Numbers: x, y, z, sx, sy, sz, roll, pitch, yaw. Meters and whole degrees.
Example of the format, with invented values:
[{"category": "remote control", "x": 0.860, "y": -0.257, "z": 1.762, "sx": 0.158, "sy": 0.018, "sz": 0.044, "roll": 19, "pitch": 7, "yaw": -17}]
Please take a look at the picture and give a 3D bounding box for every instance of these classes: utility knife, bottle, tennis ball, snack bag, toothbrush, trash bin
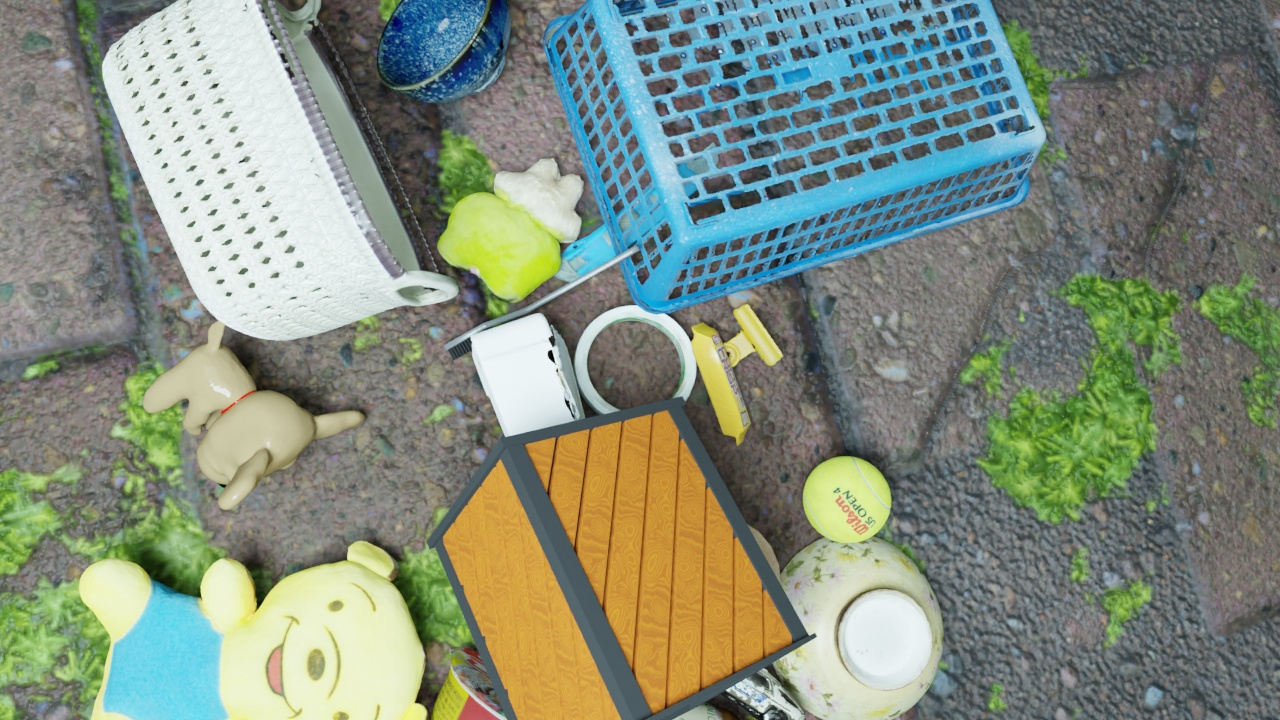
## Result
[{"category": "utility knife", "x": -0.001, "y": -0.118, "z": 0.733, "sx": 0.174, "sy": 0.015, "sz": 0.031, "roll": -41, "pitch": 92, "yaw": -13}, {"category": "bottle", "x": 0.036, "y": 0.277, "z": 0.652, "sx": 0.157, "sy": 0.068, "sz": 0.067, "roll": 18, "pitch": 79, "yaw": -6}, {"category": "tennis ball", "x": 0.156, "y": 0.106, "z": 0.697, "sx": 0.065, "sy": 0.065, "sz": 0.065, "roll": 1, "pitch": 81, "yaw": -9}, {"category": "snack bag", "x": 0.063, "y": 0.018, "z": 0.711, "sx": 0.020, "sy": 0.026, "sz": 0.099, "roll": -19, "pitch": 91, "yaw": 24}, {"category": "toothbrush", "x": -0.074, "y": -0.045, "z": 0.685, "sx": 0.167, "sy": 0.012, "sz": 0.013, "roll": -28, "pitch": 94, "yaw": 9}, {"category": "trash bin", "x": -0.019, "y": 0.143, "z": 0.579, "sx": 0.139, "sy": 0.140, "sz": 0.171, "roll": -11, "pitch": 63, "yaw": -39}]

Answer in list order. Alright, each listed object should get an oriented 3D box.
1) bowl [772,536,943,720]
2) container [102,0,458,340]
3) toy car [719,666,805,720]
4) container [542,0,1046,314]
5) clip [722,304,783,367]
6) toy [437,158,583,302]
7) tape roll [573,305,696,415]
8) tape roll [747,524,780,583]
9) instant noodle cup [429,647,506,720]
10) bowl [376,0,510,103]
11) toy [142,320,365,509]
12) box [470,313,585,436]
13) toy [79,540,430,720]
[{"category": "bowl", "x": 0.172, "y": 0.204, "z": 0.686, "sx": 0.145, "sy": 0.063, "sz": 0.145, "roll": 1, "pitch": 82, "yaw": -9}, {"category": "container", "x": -0.239, "y": -0.132, "z": 0.619, "sx": 0.143, "sy": 0.185, "sz": 0.251, "roll": -25, "pitch": 87, "yaw": -3}, {"category": "toy car", "x": 0.071, "y": 0.232, "z": 0.674, "sx": 0.113, "sy": 0.048, "sz": 0.040, "roll": 32, "pitch": 79, "yaw": -3}, {"category": "container", "x": 0.132, "y": -0.209, "z": 0.719, "sx": 0.361, "sy": 0.089, "sz": 0.257, "roll": -18, "pitch": 83, "yaw": -13}, {"category": "clip", "x": 0.084, "y": -0.014, "z": 0.724, "sx": 0.046, "sy": 0.048, "sz": 0.054, "roll": -33, "pitch": 89, "yaw": -37}, {"category": "toy", "x": -0.092, "y": -0.105, "z": 0.703, "sx": 0.092, "sy": 0.043, "sz": 0.117, "roll": 35, "pitch": 74, "yaw": 2}, {"category": "tape roll", "x": -0.004, "y": 0.004, "z": 0.712, "sx": 0.093, "sy": 0.018, "sz": 0.093, "roll": 1, "pitch": 82, "yaw": -9}, {"category": "tape roll", "x": 0.057, "y": 0.165, "z": 0.692, "sx": 0.094, "sy": 0.027, "sz": 0.094, "roll": 1, "pitch": 82, "yaw": -8}, {"category": "instant noodle cup", "x": -0.112, "y": 0.273, "z": 0.621, "sx": 0.100, "sy": 0.100, "sz": 0.112, "roll": 30, "pitch": 86, "yaw": -3}, {"category": "bowl", "x": -0.138, "y": -0.240, "z": 0.699, "sx": 0.115, "sy": 0.060, "sz": 0.114, "roll": -15, "pitch": 63, "yaw": 30}, {"category": "toy", "x": -0.276, "y": 0.039, "z": 0.631, "sx": 0.108, "sy": 0.133, "sz": 0.106, "roll": 47, "pitch": 120, "yaw": 0}, {"category": "box", "x": -0.061, "y": 0.019, "z": 0.659, "sx": 0.095, "sy": 0.102, "sz": 0.107, "roll": -23, "pitch": 85, "yaw": -13}, {"category": "toy", "x": -0.250, "y": 0.200, "z": 0.614, "sx": 0.214, "sy": 0.084, "sz": 0.149, "roll": -2, "pitch": 82, "yaw": -11}]
